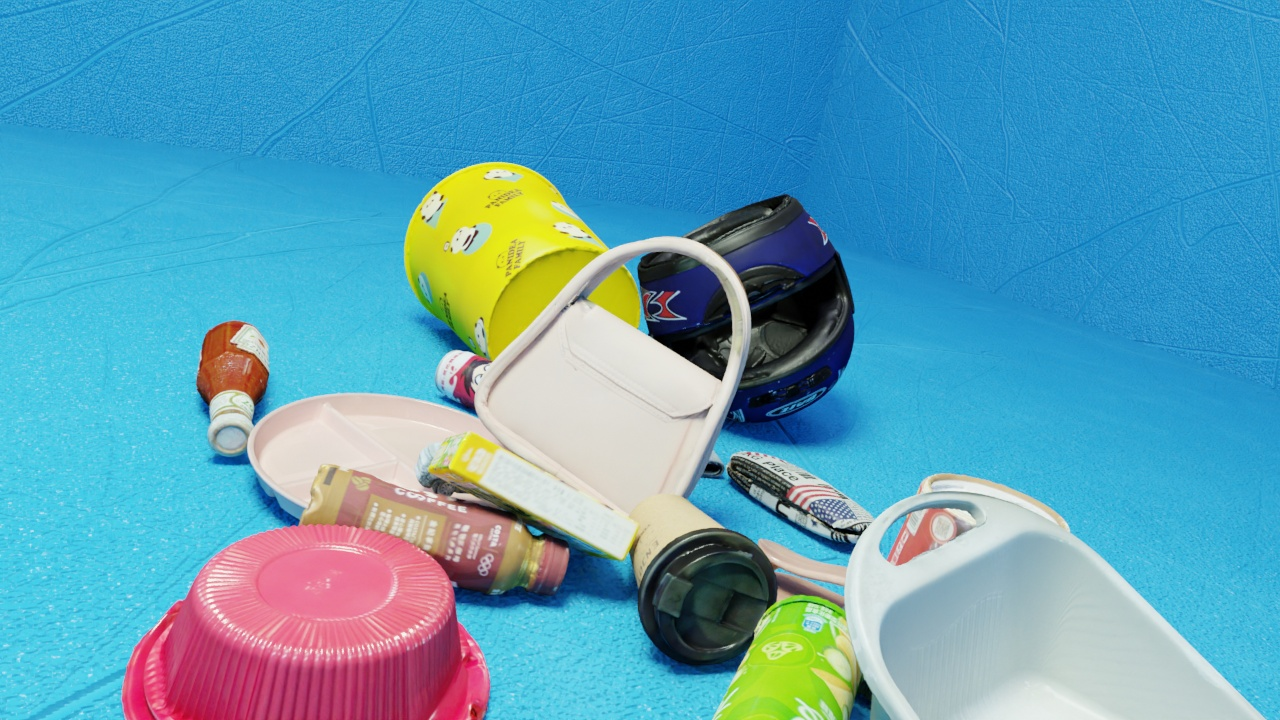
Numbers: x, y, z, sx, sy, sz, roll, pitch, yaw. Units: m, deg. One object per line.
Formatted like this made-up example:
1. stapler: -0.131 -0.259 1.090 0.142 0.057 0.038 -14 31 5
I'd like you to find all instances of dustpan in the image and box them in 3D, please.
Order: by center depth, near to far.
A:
1. dustpan: 0.230 0.184 0.480 0.222 0.143 0.258 -15 25 -33

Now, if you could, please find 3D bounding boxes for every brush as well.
1. brush: 0.134 0.174 0.621 0.146 0.073 0.063 21 19 35

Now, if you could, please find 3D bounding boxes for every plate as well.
1. plate: -0.197 0.086 0.744 0.229 0.028 0.229 13 18 -5

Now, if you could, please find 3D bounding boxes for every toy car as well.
1. toy car: -0.127 0.085 0.707 0.090 0.034 0.043 10 16 -22

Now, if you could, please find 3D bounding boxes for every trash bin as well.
1. trash bin: -0.137 -0.092 1.092 0.229 0.230 0.255 2 24 -30

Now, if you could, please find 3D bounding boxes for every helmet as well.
1. helmet: 0.131 -0.047 1.060 0.247 0.240 0.315 -27 9 3

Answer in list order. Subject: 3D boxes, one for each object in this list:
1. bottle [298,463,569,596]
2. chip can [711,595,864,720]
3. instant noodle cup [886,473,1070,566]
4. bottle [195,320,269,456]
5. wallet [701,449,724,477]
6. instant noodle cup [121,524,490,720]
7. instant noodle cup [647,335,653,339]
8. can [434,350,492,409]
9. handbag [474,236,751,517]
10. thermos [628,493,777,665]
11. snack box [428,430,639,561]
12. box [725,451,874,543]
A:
1. bottle: -0.136 0.119 0.616 0.175 0.057 0.057 18 14 -14
2. chip can: 0.072 0.199 0.488 0.073 0.073 0.220 17 16 17
3. instant noodle cup: 0.254 0.157 0.700 0.138 0.109 0.137 11 16 -3
4. bottle: -0.358 0.023 0.806 0.059 0.060 0.206 4 20 -25
5. wallet: 0.016 0.088 0.934 0.120 0.019 0.097 7 15 -14
6. instant noodle cup: -0.175 0.147 0.502 0.194 0.066 0.193 10 16 -3
7. instant noodle cup: -0.040 0.025 0.986 0.109 0.099 0.099 -6 22 -25
8. can: -0.145 0.032 0.938 0.133 0.053 0.053 21 18 27
9. handbag: -0.004 0.004 0.764 0.193 0.234 0.093 32 1 6
10. thermos: 0.032 0.143 0.637 0.093 0.093 0.143 8 9 -15
11. snack box: -0.078 0.098 0.655 0.140 0.033 0.087 29 -17 -15
12. box: 0.147 0.128 0.860 0.068 0.051 0.164 -13 26 -35
